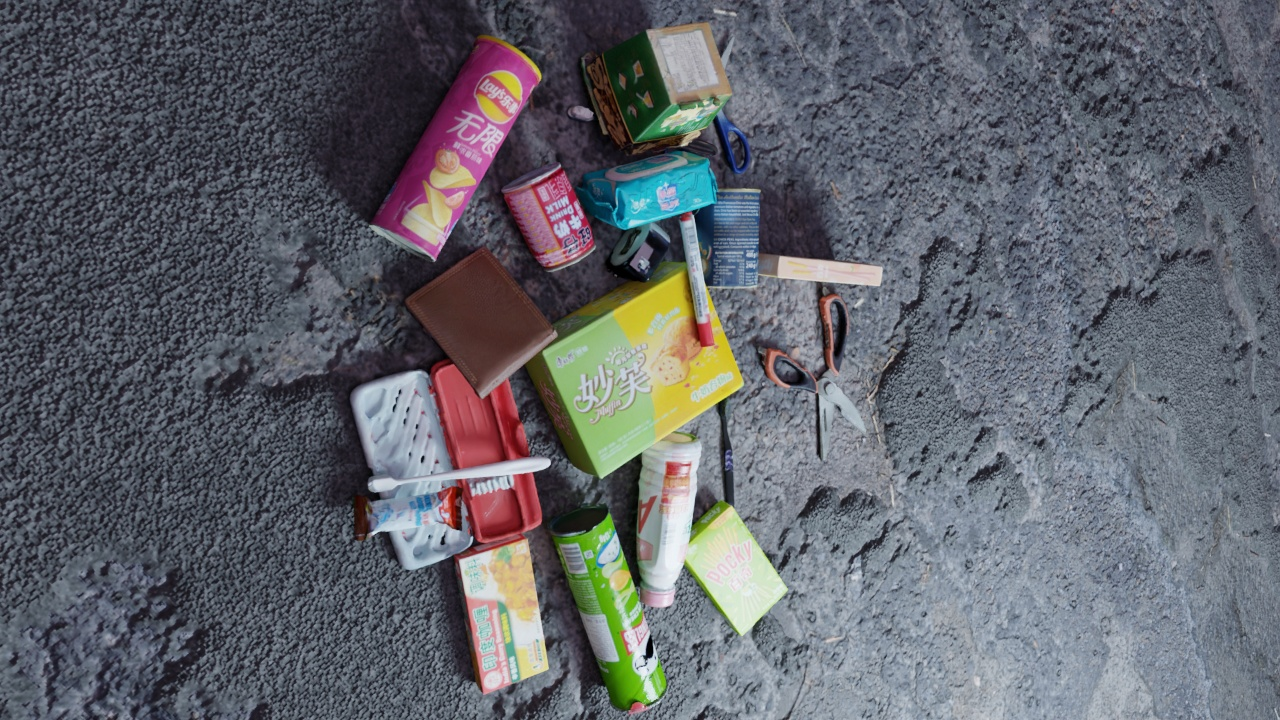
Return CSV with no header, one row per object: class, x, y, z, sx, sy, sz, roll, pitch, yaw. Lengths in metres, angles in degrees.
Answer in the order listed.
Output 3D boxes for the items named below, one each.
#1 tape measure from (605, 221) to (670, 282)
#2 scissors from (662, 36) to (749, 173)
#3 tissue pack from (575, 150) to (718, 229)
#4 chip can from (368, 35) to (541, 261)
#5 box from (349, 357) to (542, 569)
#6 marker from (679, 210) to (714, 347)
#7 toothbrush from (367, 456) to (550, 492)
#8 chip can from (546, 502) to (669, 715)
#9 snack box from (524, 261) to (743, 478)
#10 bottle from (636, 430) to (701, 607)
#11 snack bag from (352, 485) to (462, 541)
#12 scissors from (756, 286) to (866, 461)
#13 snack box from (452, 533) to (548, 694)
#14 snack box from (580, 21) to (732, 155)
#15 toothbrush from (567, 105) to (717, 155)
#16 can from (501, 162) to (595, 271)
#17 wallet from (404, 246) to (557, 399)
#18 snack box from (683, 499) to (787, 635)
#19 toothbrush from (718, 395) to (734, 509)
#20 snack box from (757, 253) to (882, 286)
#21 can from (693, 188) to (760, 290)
tape measure,-0.001,-0.118,0.985,0.033,0.066,0.066,36,80,-27
scissors,0.076,-0.281,1.036,0.162,0.012,0.174,47,74,-24
tissue pack,0.006,-0.180,0.960,0.133,0.093,0.050,-20,117,-20
chip can,-0.175,-0.200,0.871,0.071,0.071,0.210,32,81,-29
box,-0.193,0.099,0.927,0.158,0.039,0.201,-16,105,-14
marker,0.060,-0.085,0.972,0.017,0.017,0.145,-16,102,-27
toothbrush,-0.177,0.111,0.907,0.180,0.016,0.016,-5,107,-19
chip can,-0.034,0.275,1.019,0.072,0.072,0.236,-25,108,-24
snack box,-0.006,0.006,0.997,0.209,0.070,0.158,-31,111,-23
bottle,0.027,0.181,1.046,0.068,0.068,0.197,0,101,-30
snack bag,-0.226,0.148,0.893,0.104,0.026,0.048,-2,94,-16
scissors,0.232,0.018,1.167,0.225,0.015,0.189,34,80,-30
snack box,-0.148,0.269,0.979,0.077,0.027,0.156,-14,103,-26
snack box,0.025,-0.286,0.937,0.118,0.106,0.117,-20,91,-30
toothbrush,0.007,-0.247,0.991,0.181,0.018,0.015,9,86,-26
can,-0.091,-0.144,0.930,0.066,0.067,0.094,-33,112,-22
wallet,-0.157,-0.039,0.900,0.101,0.032,0.124,-39,84,-18
snack box,0.111,0.254,1.121,0.085,0.026,0.156,-40,114,-14
toothbrush,0.108,0.130,1.112,0.014,0.017,0.189,-10,103,-24
snack box,0.200,-0.109,1.090,0.157,0.084,0.026,1,99,-29
can,0.096,-0.136,1.032,0.075,0.075,0.111,-5,100,-29
